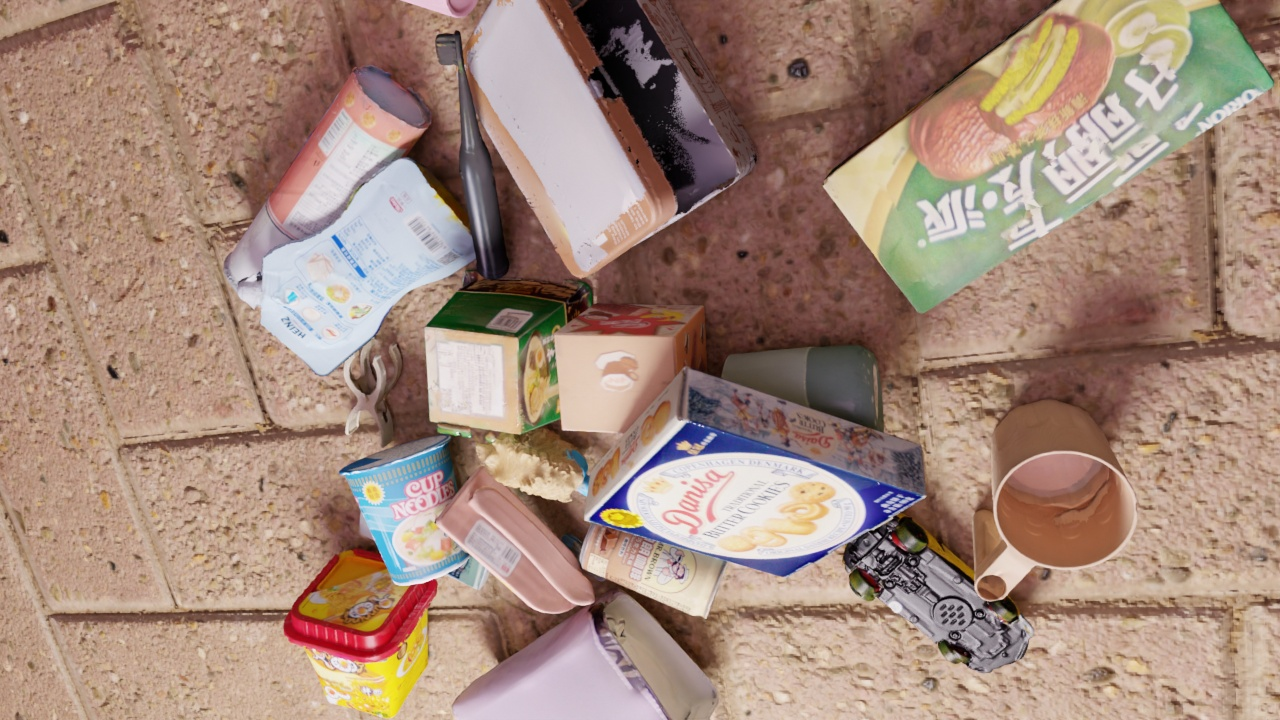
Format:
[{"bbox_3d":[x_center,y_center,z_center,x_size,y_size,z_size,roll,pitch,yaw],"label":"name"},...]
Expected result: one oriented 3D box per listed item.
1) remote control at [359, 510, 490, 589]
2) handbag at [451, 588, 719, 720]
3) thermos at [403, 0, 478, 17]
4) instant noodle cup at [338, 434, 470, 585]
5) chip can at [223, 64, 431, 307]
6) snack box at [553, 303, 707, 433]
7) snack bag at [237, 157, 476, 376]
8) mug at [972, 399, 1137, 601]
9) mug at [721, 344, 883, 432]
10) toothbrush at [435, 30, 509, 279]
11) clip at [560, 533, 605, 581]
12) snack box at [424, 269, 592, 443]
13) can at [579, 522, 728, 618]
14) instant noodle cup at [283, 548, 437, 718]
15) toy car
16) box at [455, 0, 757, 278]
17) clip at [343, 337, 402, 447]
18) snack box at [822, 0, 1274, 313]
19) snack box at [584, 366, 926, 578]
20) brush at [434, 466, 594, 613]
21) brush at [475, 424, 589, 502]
[{"bbox_3d":[-0.200,0.164,0.860,0.135,0.019,0.056,23,114,10],"label":"remote control"},{"bbox_3d":[-0.051,0.304,0.815,0.197,0.098,0.145,-38,95,26],"label":"handbag"},{"bbox_3d":[-0.210,-0.323,0.680,0.199,0.067,0.087,22,82,12],"label":"thermos"},{"bbox_3d":[-0.197,0.131,0.799,0.099,0.099,0.110,-14,97,22],"label":"instant noodle cup"},{"bbox_3d":[-0.257,-0.136,0.749,0.071,0.071,0.215,45,115,-1],"label":"chip can"},{"bbox_3d":[-0.004,0.004,0.700,0.093,0.094,0.077,2,108,18],"label":"snack box"},{"bbox_3d":[-0.227,-0.074,0.743,0.191,0.038,0.110,-34,132,10],"label":"snack bag"},{"bbox_3d":[0.274,0.096,0.635,0.084,0.103,0.125,33,115,5],"label":"mug"},{"bbox_3d":[0.125,0.042,0.684,0.106,0.082,0.112,-6,133,19],"label":"mug"},{"bbox_3d":[-0.120,-0.141,0.664,0.027,0.026,0.213,-4,141,-2],"label":"toothbrush"},{"bbox_3d":[-0.047,0.174,0.817,0.056,0.027,0.024,24,111,20],"label":"clip"},{"bbox_3d":[-0.110,-0.002,0.726,0.118,0.105,0.118,6,109,15],"label":"snack box"},{"bbox_3d":[0.012,0.168,0.770,0.116,0.058,0.059,21,113,10],"label":"can"},{"bbox_3d":[-0.256,0.262,0.868,0.116,0.115,0.124,9,122,15],"label":"instant noodle cup"},{"bbox_3d":[0.228,0.179,0.712,0.156,0.041,0.071,38,115,5],"label":"toy car"},{"bbox_3d":[-0.036,-0.163,0.619,0.149,0.157,0.181,-30,97,24],"label":"box"},{"bbox_3d":[-0.250,0.025,0.824,0.076,0.034,0.104,27,122,6],"label":"clip"},{"bbox_3d":[0.246,-0.145,0.584,0.241,0.063,0.114,-36,95,24],"label":"snack box"},{"bbox_3d":[0.073,0.089,0.654,0.182,0.045,0.178,18,145,-15],"label":"snack box"},{"bbox_3d":[-0.100,0.158,0.768,0.145,0.063,0.073,48,147,-17],"label":"brush"},{"bbox_3d":[-0.013,0.109,0.759,0.254,0.083,0.046,21,106,2],"label":"brush"}]
